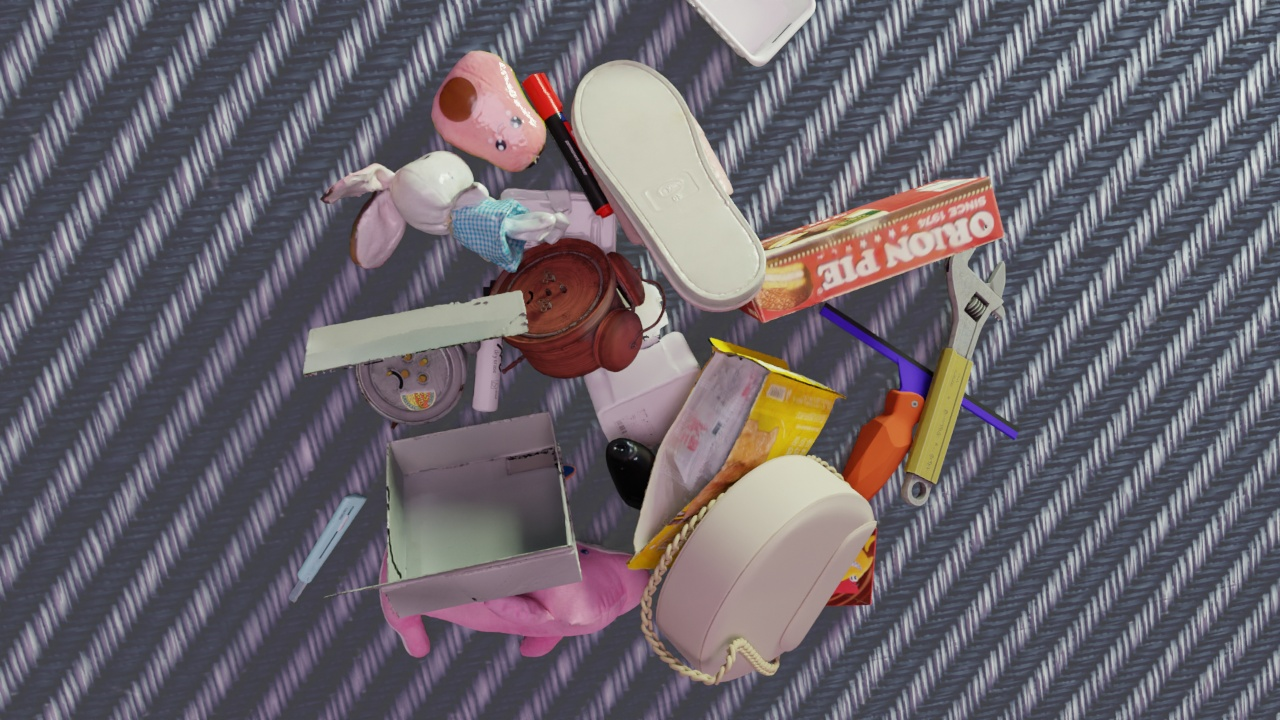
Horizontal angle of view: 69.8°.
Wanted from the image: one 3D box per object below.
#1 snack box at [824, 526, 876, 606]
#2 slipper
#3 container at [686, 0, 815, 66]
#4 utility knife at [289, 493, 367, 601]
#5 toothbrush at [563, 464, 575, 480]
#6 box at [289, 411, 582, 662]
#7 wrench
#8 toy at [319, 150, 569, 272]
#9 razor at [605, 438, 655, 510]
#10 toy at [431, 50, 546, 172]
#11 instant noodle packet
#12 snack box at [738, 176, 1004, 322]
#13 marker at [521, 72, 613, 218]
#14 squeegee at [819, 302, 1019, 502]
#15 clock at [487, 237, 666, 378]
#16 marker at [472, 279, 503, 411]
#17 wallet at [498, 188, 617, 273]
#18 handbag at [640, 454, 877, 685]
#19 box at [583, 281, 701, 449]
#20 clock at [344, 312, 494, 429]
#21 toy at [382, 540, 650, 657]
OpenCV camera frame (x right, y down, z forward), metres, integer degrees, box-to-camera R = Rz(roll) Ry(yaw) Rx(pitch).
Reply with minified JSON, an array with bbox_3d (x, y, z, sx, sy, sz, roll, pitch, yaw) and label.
[{"bbox_3d":[0.175,0.210,0.952,0.133,0.021,0.089,0,100,-5],"label":"snack box"},{"bbox_3d":[0.022,-0.155,0.817,0.114,0.054,0.274,-23,68,-9],"label":"slipper"},{"bbox_3d":[0.087,-0.338,0.839,0.129,0.049,0.081,43,93,-11],"label":"container"},{"bbox_3d":[-0.312,0.184,0.903,0.022,0.015,0.129,29,98,-41],"label":"utility knife"},{"bbox_3d":[-0.127,0.133,0.911,0.135,0.017,0.021,-24,60,-1],"label":"toothbrush"},{"bbox_3d":[-0.138,0.146,0.733,0.167,0.369,0.150,-11,97,-5],"label":"box"},{"bbox_3d":[0.304,0.011,0.904,0.083,0.018,0.273,23,82,-19],"label":"wrench"},{"bbox_3d":[-0.163,-0.143,0.816,0.205,0.131,0.105,7,66,7],"label":"toy"},{"bbox_3d":[0.004,0.103,0.862,0.053,0.140,0.063,10,64,21],"label":"razor"},{"bbox_3d":[-0.133,-0.222,0.835,0.110,0.051,0.090,37,96,-11],"label":"toy"},{"bbox_3d":[0.080,0.100,0.857,0.084,0.162,0.222,34,100,32],"label":"instant noodle packet"},{"bbox_3d":[0.200,-0.106,0.857,0.236,0.113,0.060,-19,101,-3],"label":"snack box"},{"bbox_3d":[-0.064,-0.198,0.846,0.023,0.021,0.145,-29,87,-23],"label":"marker"},{"bbox_3d":[0.241,0.086,0.921,0.249,0.055,0.185,31,94,-10],"label":"squeegee"},{"bbox_3d":[-0.055,-0.045,0.827,0.158,0.120,0.072,-8,143,16],"label":"clock"},{"bbox_3d":[-0.144,-0.014,0.882,0.025,0.025,0.126,5,99,-7],"label":"marker"},{"bbox_3d":[-0.077,-0.120,0.868,0.116,0.032,0.086,-2,101,-5],"label":"wallet"},{"bbox_3d":[0.119,0.193,0.831,0.208,0.103,0.211,12,112,-51],"label":"handbag"},{"bbox_3d":[-0.008,-0.003,0.881,0.109,0.136,0.124,-26,142,-1],"label":"box"},{"bbox_3d":[-0.199,-0.001,0.857,0.148,0.056,0.104,-31,99,8],"label":"clock"},{"bbox_3d":[-0.122,0.222,0.873,0.265,0.127,0.187,-1,103,0],"label":"toy"}]
